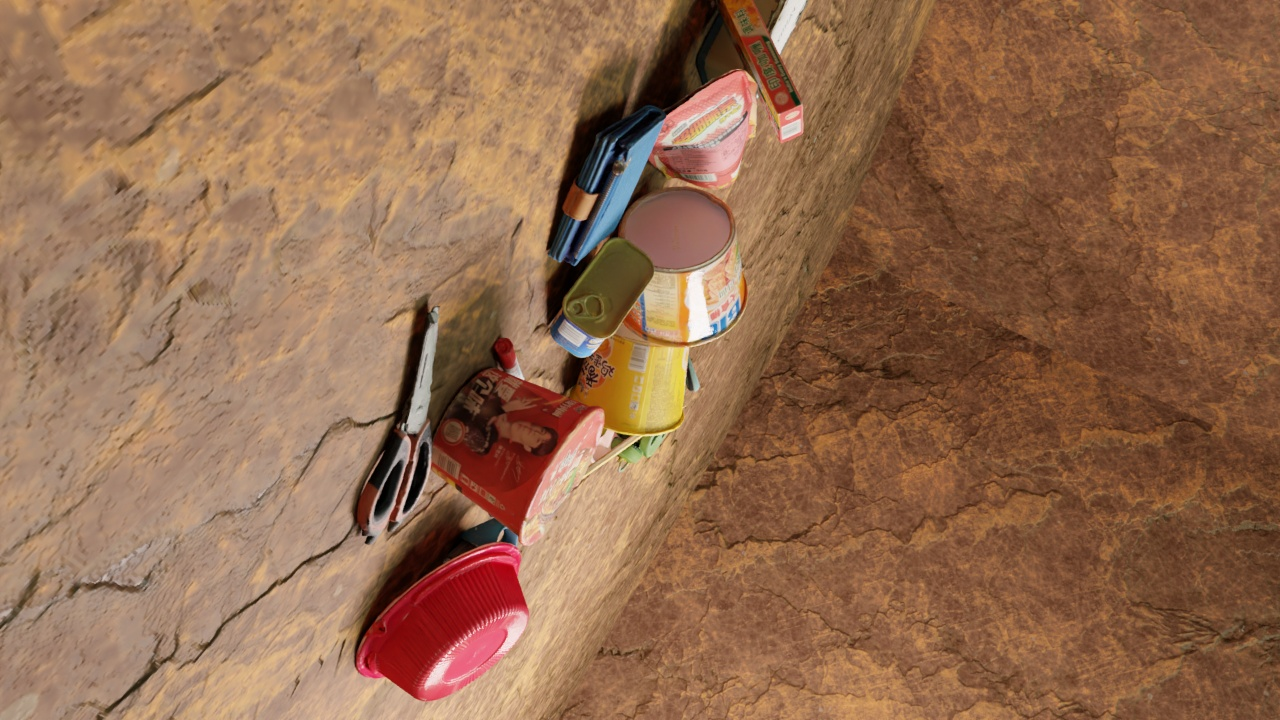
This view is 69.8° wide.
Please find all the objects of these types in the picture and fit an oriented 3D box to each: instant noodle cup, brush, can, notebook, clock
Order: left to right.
[{"bbox_3d":[-0.180,0.269,0.909,0.193,0.066,0.194,-36,154,-21],"label":"instant noodle cup"},{"bbox_3d":[-0.163,0.209,1.008,0.073,0.055,0.144,-57,166,-17],"label":"brush"},{"bbox_3d":[-0.111,0.077,0.809,0.137,0.108,0.138,-57,167,-21],"label":"instant noodle cup"},{"bbox_3d":[-0.040,-0.058,0.892,0.102,0.057,0.083,-56,-175,-21],"label":"can"},{"bbox_3d":[-0.040,0.121,1.162,0.206,0.010,0.146,-34,177,-14],"label":"notebook"},{"bbox_3d":[-0.006,0.006,1.062,0.137,0.138,0.110,-40,146,-60],"label":"instant noodle cup"},{"bbox_3d":[0.007,0.091,1.324,0.161,0.056,0.116,-65,167,11],"label":"clock"},{"bbox_3d":[0.041,-0.106,0.980,0.151,0.151,0.112,-56,158,-27],"label":"instant noodle cup"}]

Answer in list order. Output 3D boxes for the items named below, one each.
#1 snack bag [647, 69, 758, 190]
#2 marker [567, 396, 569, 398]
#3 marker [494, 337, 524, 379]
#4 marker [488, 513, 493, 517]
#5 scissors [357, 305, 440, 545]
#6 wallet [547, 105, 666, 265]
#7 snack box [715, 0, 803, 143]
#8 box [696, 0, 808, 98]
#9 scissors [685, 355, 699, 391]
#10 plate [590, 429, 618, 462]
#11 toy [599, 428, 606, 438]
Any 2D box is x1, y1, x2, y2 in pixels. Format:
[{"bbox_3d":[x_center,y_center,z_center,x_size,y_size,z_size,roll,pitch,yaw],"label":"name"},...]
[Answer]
[{"bbox_3d":[0.062,-0.228,0.924,0.129,0.073,0.207,-24,174,9],"label":"snack bag"},{"bbox_3d":[-0.102,0.065,1.031,0.131,0.022,0.020,-31,104,-67],"label":"marker"},{"bbox_3d":[-0.119,0.016,0.867,0.017,0.017,0.145,-58,167,-20],"label":"marker"},{"bbox_3d":[-0.141,0.156,1.080,0.017,0.017,0.145,-66,167,16],"label":"marker"},{"bbox_3d":[-0.181,0.055,0.694,0.182,0.015,0.209,-57,167,-20],"label":"scissors"},{"bbox_3d":[-0.030,-0.154,0.808,0.106,0.040,0.133,-49,170,-51],"label":"wallet"},{"bbox_3d":[0.111,-0.289,0.865,0.027,0.155,0.077,-25,170,7],"label":"snack box"},{"bbox_3d":[0.123,-0.355,0.958,0.184,0.063,0.089,-60,167,0],"label":"box"},{"bbox_3d":[0.045,-0.026,1.171,0.019,0.174,0.170,-20,157,0],"label":"scissors"},{"bbox_3d":[-0.021,0.039,1.296,0.229,0.028,0.230,-58,166,-23],"label":"plate"},{"bbox_3d":[-0.068,0.083,1.164,0.100,0.031,0.097,-43,140,-14],"label":"toy"}]
